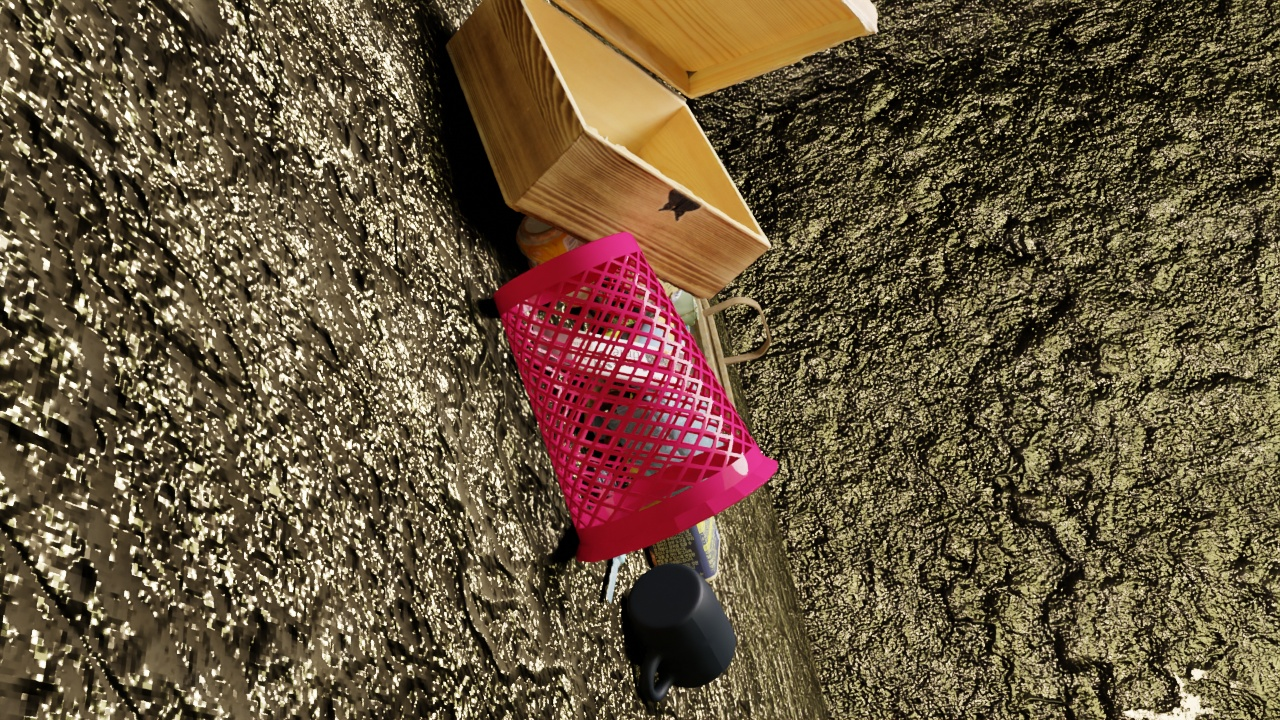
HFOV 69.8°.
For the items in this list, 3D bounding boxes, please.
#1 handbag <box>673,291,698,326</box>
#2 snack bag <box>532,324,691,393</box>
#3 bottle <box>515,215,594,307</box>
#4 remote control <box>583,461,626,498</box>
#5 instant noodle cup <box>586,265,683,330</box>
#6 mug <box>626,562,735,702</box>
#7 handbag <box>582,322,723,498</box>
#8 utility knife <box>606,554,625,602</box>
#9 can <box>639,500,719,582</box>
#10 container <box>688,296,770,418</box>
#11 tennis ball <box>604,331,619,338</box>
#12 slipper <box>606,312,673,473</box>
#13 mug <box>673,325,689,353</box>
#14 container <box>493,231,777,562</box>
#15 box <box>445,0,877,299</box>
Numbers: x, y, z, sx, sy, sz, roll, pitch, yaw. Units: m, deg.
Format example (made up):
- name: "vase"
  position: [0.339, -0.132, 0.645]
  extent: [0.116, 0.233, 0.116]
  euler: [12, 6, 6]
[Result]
- name: "handbag"
  position: [0.016, -0.121, 1.311]
  extent: [0.186, 0.113, 0.117]
  euler: [-97, 180, -51]
- name: "snack bag"
  position: [-0.025, -0.002, 0.864]
  extent: [0.013, 0.157, 0.057]
  euler: [124, -30, -42]
- name: "bottle"
  position: [-0.079, -0.100, 0.909]
  extent: [0.108, 0.063, 0.063]
  euler: [64, 13, -47]
- name: "remote control"
  position: [-0.033, 0.123, 0.911]
  extent: [0.136, 0.015, 0.032]
  euler: [47, 27, -74]
- name: "instant noodle cup"
  position: [-0.028, -0.120, 1.028]
  extent: [0.112, 0.137, 0.137]
  euler: [51, 22, -46]
- name: "mug"
  position: [0.030, 0.263, 0.864]
  extent: [0.121, 0.085, 0.094]
  euler: [-59, 138, -36]
- name: "handbag"
  position: [0.008, 0.061, 0.958]
  extent: [0.192, 0.119, 0.121]
  euler: [58, 29, -34]
- name: "utility knife"
  position: [-0.019, 0.183, 0.880]
  extent: [0.179, 0.016, 0.022]
  euler: [-78, 148, -74]
- name: "can"
  position: [0.046, 0.190, 1.069]
  extent: [0.135, 0.075, 0.104]
  euler: [-59, 134, -77]
- name: "container"
  position: [0.115, -0.033, 1.501]
  extent: [0.157, 0.186, 0.249]
  euler: [60, 16, -52]
- name: "tennis ball"
  position: [-0.025, 0.000, 1.018]
  extent: [0.065, 0.065, 0.065]
  euler: [-17, 89, -80]
- name: "slipper"
  position: [-0.007, 0.006, 1.102]
  extent: [0.099, 0.078, 0.263]
  euler: [53, 39, -62]
- name: "mug"
  position: [0.033, -0.011, 1.353]
  extent: [0.121, 0.078, 0.078]
  euler: [-85, 156, -55]
- name: "container"
  position: [-0.017, 0.022, 0.762]
  extent: [0.225, 0.183, 0.183]
  euler: [65, 10, -1]
- name: "box"
  position: [0.035, -0.286, 0.844]
  extent: [0.278, 0.316, 0.281]
  euler: [18, 37, -47]
